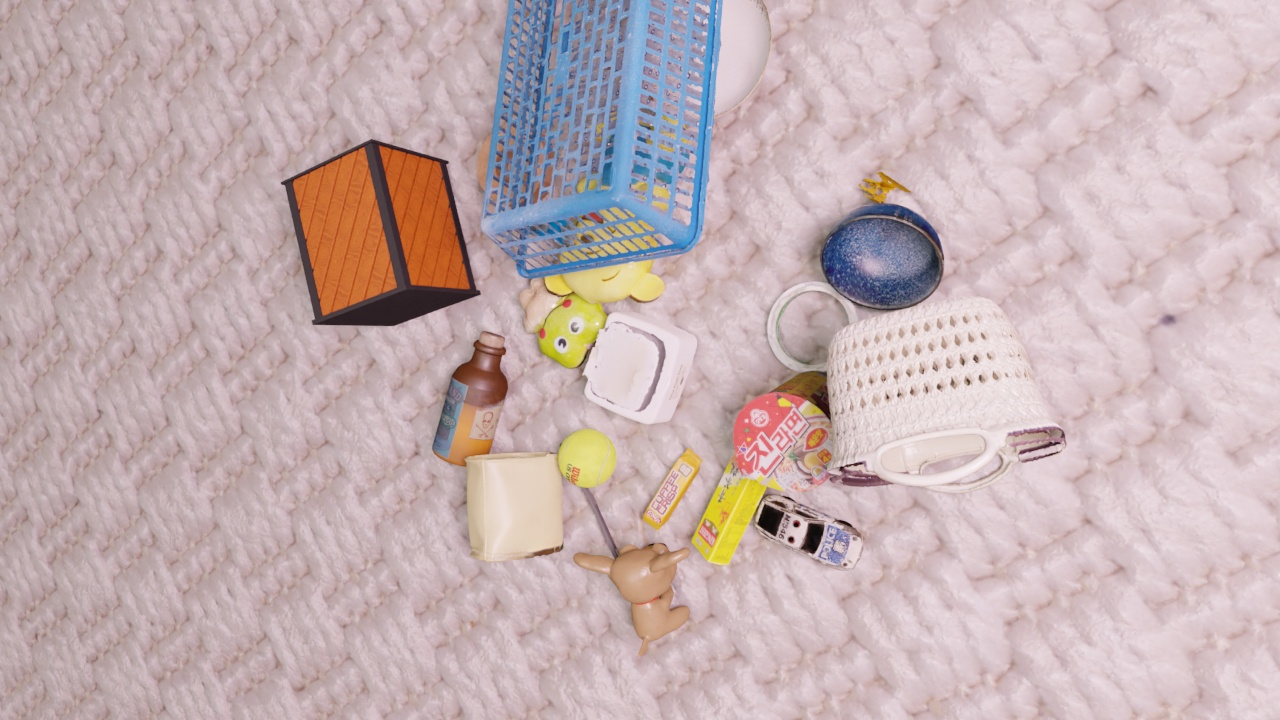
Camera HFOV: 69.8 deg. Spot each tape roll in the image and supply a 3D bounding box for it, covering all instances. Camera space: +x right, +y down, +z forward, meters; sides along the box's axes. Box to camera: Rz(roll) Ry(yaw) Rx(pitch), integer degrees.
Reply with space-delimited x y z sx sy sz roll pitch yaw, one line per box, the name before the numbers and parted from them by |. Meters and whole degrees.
tape roll | -0.144 -0.227 1.072 0.094 0.027 0.094 1 92 25
tape roll | 0.177 -0.033 0.935 0.094 0.018 0.094 1 92 25

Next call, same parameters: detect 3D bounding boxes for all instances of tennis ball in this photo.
tennis ball | -0.059 0.109 1.022 0.065 0.065 0.065 1 92 25

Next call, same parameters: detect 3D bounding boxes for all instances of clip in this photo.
clip | 0.234 -0.163 0.892 0.047 0.054 0.047 -21 61 45

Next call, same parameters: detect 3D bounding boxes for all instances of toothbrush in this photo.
toothbrush | -0.053 0.169 1.051 0.013 0.012 0.167 -28 80 15

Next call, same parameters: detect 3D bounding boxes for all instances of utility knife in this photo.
utility knife | -0.119 -0.152 1.032 0.175 0.015 0.031 21 95 54

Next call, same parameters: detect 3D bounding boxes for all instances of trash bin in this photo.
trash bin | -0.305 -0.143 1.088 0.140 0.139 0.171 -17 85 24

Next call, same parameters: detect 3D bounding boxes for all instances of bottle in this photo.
bottle | -0.194 0.042 1.082 0.068 0.067 0.157 21 100 23

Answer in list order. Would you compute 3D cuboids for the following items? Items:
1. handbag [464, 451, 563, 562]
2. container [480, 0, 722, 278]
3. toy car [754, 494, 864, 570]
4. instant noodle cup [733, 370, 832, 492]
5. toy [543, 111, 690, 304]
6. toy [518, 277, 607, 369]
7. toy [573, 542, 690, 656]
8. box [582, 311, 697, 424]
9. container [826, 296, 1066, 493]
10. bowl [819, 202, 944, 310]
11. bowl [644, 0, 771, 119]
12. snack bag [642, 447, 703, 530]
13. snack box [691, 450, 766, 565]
handbag | -0.142 0.165 1.043 0.081 0.111 0.119 -8 84 62
container | -0.049 -0.277 0.916 0.258 0.089 0.362 -4 77 43
toy car | 0.170 0.175 0.932 0.113 0.040 0.048 20 101 22
instant noodle cup | 0.157 0.058 0.887 0.100 0.112 0.100 11 114 25
toy | -0.017 -0.159 0.984 0.149 0.083 0.214 23 102 46
toy | -0.093 -0.051 1.046 0.118 0.043 0.092 45 110 19
toy | 0.007 0.244 0.982 0.134 0.105 0.108 -8 105 25
box | -0.011 0.006 0.983 0.102 0.095 0.107 23 98 22
container | 0.253 0.040 0.787 0.185 0.251 0.143 -15 75 22
bowl | 0.234 -0.109 0.874 0.114 0.060 0.115 16 142 13
bowl | 0.075 -0.315 0.948 0.145 0.063 0.145 1 92 24
snack bag | 0.035 0.142 1.005 0.026 0.020 0.099 37 106 21
snack box | 0.102 0.141 0.960 0.040 0.029 0.148 42 112 55
